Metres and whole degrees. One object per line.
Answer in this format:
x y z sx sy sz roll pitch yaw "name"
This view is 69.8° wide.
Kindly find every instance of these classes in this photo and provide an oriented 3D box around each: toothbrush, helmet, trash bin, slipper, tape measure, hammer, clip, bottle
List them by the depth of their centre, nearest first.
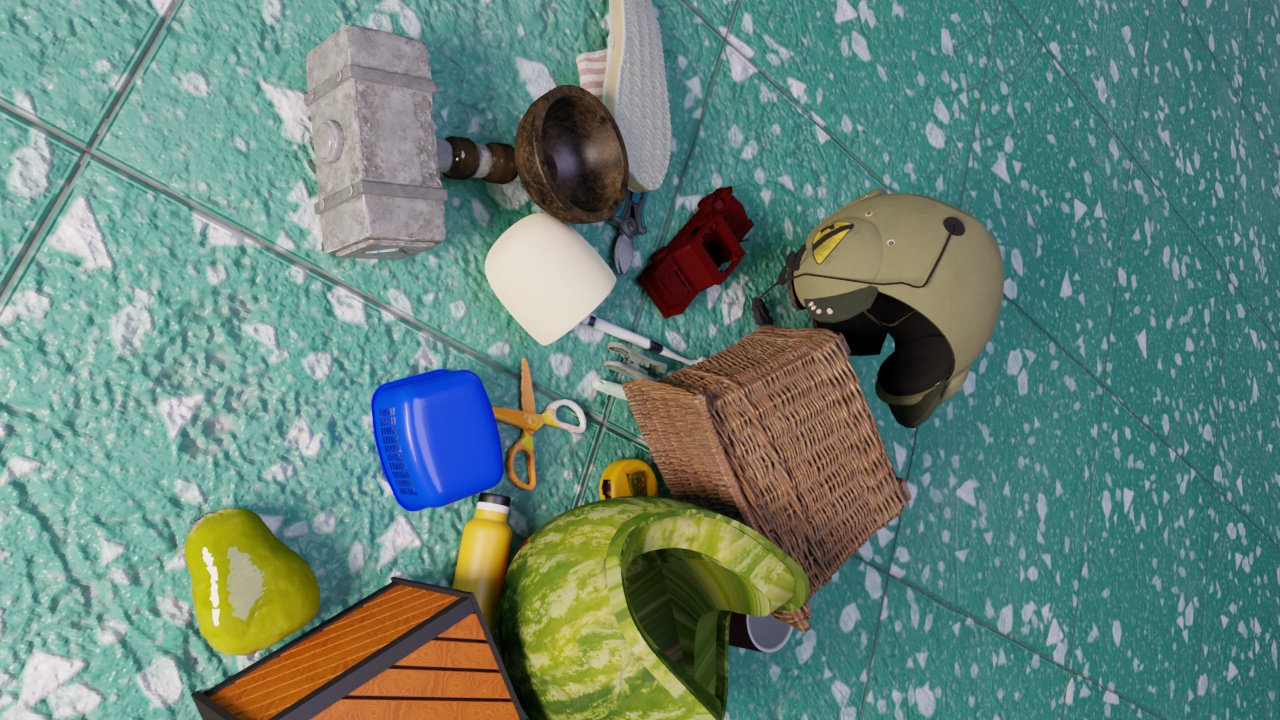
-0.202 0.272 0.682 0.171 0.140 0.140 -27 102 -38 "trash bin"
-0.005 0.233 0.784 0.243 0.248 0.212 35 49 0 "helmet"
-0.141 0.189 0.804 0.043 0.043 0.143 20 73 -36 "bottle"
-0.138 -0.180 0.838 0.325 0.080 0.177 -4 87 -45 "hammer"
-0.010 0.128 0.928 0.068 0.030 0.059 -18 98 -40 "tape measure"
-0.018 -0.286 0.941 0.115 0.052 0.262 34 49 -49 "slipper"
-0.005 0.005 0.951 0.076 0.023 0.044 24 68 -37 "clip"
0.012 0.044 0.965 0.154 0.015 0.022 20 42 -35 "toothbrush"
0.008 -0.020 0.968 0.186 0.017 0.012 21 45 -35 "toothbrush"
0.267 -0.071 1.017 0.250 0.256 0.232 45 62 -27 "helmet"

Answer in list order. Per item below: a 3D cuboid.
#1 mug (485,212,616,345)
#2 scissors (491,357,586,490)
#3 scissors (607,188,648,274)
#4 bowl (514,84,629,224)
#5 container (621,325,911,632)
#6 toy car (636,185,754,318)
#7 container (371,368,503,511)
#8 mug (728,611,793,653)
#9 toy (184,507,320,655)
-0.088 -0.087 0.855 0.100 0.096 0.120 48 20 -15 "mug"
-0.101 0.059 0.874 0.131 0.011 0.125 -4 89 -41 "scissors"
-0.007 -0.165 0.972 0.145 0.019 0.133 -37 107 -37 "scissors"
-0.070 -0.178 0.822 0.121 0.056 0.121 11 76 -49 "bowl"
0.131 0.091 0.888 0.183 0.162 0.250 -31 105 -19 "container"
0.071 -0.124 1.003 0.070 0.062 0.169 53 56 -21 "toy car"
-0.170 0.066 0.786 0.096 0.058 0.114 -17 95 -39 "container"
0.113 0.252 0.977 0.073 0.083 0.105 29 67 -33 "mug"
-0.291 0.160 0.682 0.089 0.051 0.110 -25 98 -41 "toy"
